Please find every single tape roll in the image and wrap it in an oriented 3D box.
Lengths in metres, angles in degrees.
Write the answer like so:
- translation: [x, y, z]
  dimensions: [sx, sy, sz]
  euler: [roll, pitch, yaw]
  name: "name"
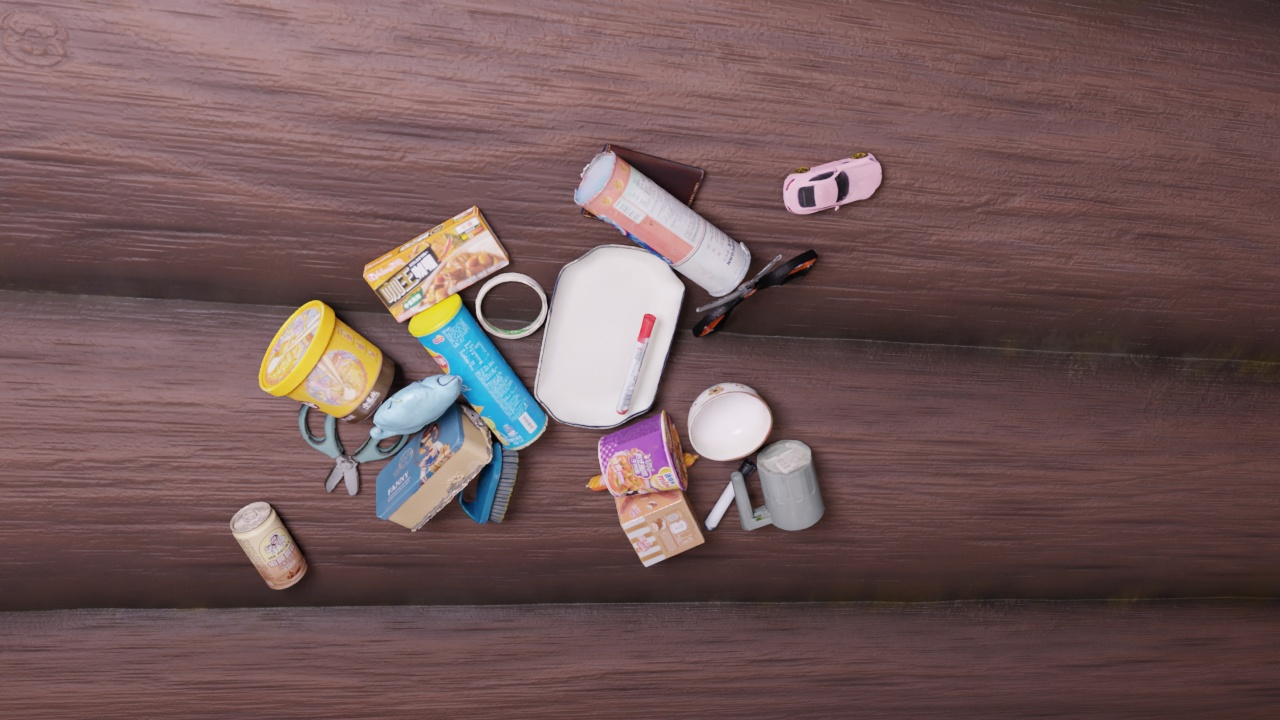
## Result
- translation: [-0.157, -0.066, 1.121]
  dimensions: [0.085, 0.014, 0.086]
  euler: [-5, 123, -8]
  name: "tape roll"

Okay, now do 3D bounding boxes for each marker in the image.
- translation: [0.130, 0.199, 1.344]
  dimensions: [0.022, 0.018, 0.131]
  euler: [21, 116, -13]
  name: "marker"
- translation: [-0.007, 0.007, 1.152]
  dimensions: [0.017, 0.017, 0.145]
  euler: [8, 121, -16]
  name: "marker"

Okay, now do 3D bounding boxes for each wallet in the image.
- translation: [0.001, -0.194, 1.067]
  dimensions: [0.122, 0.020, 0.097]
  euler: [12, 125, -19]
  name: "wallet"

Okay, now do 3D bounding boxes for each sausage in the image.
- translation: [0.002, 0.156, 1.290]
  dimensions: [0.165, 0.021, 0.021]
  euler: [-14, 124, -1]
  name: "sausage"

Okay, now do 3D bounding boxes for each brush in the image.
- translation: [-0.208, 0.165, 1.227]
  dimensions: [0.073, 0.055, 0.144]
  euler: [2, 133, -21]
  name: "brush"

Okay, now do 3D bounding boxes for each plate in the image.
- translation: [-0.043, -0.030, 1.154]
  dimensions: [0.162, 0.034, 0.266]
  euler: [6, 121, -14]
  name: "plate"

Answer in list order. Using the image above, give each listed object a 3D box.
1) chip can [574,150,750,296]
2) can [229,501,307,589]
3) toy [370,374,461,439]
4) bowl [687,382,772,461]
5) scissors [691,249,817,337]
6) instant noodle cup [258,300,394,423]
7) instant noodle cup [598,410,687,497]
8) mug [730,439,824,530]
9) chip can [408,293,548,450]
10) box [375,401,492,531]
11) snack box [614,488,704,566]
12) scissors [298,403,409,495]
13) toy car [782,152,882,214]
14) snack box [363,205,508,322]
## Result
- translation: [0.028, -0.153, 1.047]
  dimensions: [0.214, 0.071, 0.071]
  euler: [30, 112, -32]
  name: "chip can"
- translation: [-0.498, 0.250, 1.232]
  dimensions: [0.058, 0.058, 0.116]
  euler: [-16, 124, 0]
  name: "can"
- translation: [-0.270, 0.057, 1.094]
  dimensions: [0.162, 0.156, 0.050]
  euler: [-29, 85, 15]
  name: "toy"
- translation: [0.115, 0.074, 1.234]
  dimensions: [0.113, 0.062, 0.114]
  euler: [-4, 122, -7]
  name: "bowl"
- translation: [0.133, -0.081, 1.090]
  dimensions: [0.220, 0.021, 0.234]
  euler: [-28, 172, -28]
  name: "scissors"
- translation: [-0.362, 0.008, 1.074]
  dimensions: [0.119, 0.118, 0.114]
  euler: [-41, 129, 15]
  name: "instant noodle cup"
- translation: [0.002, 0.133, 1.229]
  dimensions: [0.099, 0.111, 0.112]
  euler: [-17, 124, 9]
  name: "instant noodle cup"
- translation: [0.194, 0.183, 1.306]
  dimensions: [0.124, 0.083, 0.103]
  euler: [-18, 122, -2]
  name: "mug"
- translation: [-0.196, 0.017, 1.133]
  dimensions: [0.071, 0.071, 0.210]
  euler: [-27, 124, 7]
  name: "chip can"
- translation: [-0.272, 0.142, 1.188]
  dimensions: [0.184, 0.089, 0.062]
  euler: [-43, 126, 15]
  name: "box"
- translation: [0.026, 0.221, 1.303]
  dimensions: [0.094, 0.077, 0.093]
  euler: [-24, 124, 4]
  name: "snack box"
- translation: [-0.360, 0.108, 1.192]
  dimensions: [0.172, 0.019, 0.177]
  euler: [-7, 122, -7]
  name: "scissors"
- translation: [0.229, -0.208, 1.090]
  dimensions: [0.122, 0.037, 0.056]
  euler: [-15, 125, -2]
  name: "toy car"
- translation: [-0.237, -0.111, 1.069]
  dimensions: [0.154, 0.026, 0.075]
  euler: [-27, 123, 7]
  name: "snack box"
